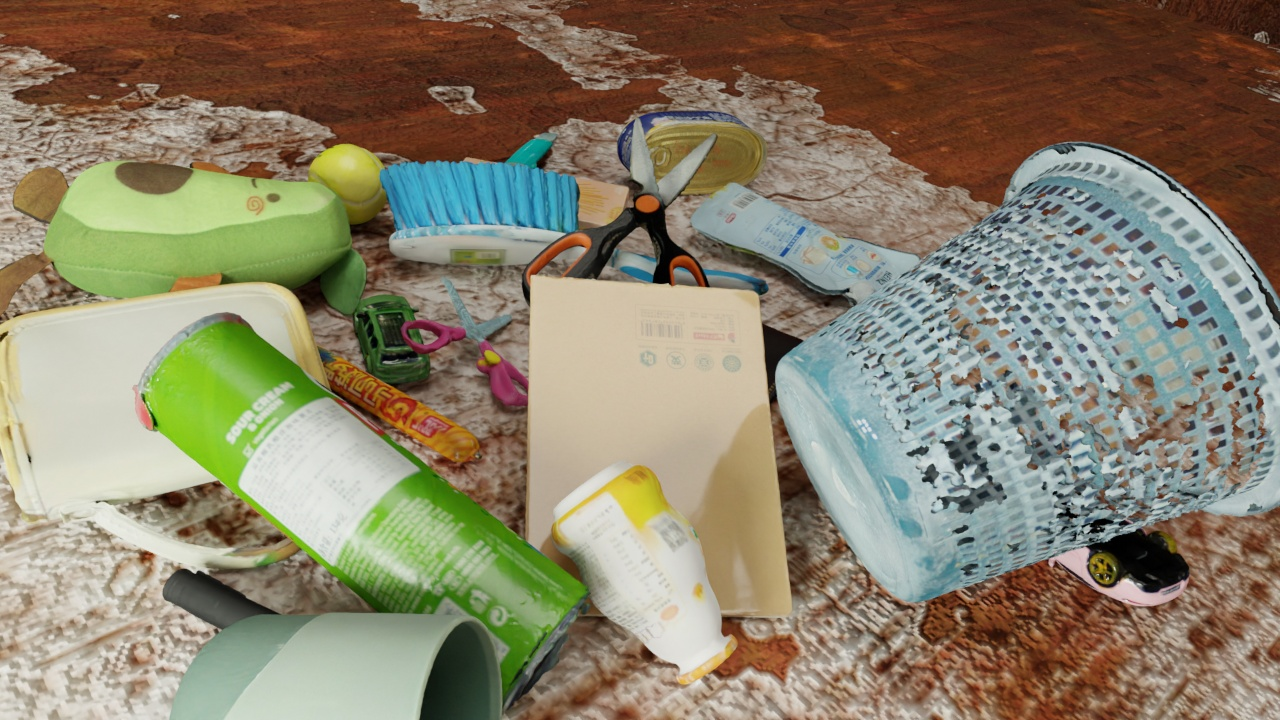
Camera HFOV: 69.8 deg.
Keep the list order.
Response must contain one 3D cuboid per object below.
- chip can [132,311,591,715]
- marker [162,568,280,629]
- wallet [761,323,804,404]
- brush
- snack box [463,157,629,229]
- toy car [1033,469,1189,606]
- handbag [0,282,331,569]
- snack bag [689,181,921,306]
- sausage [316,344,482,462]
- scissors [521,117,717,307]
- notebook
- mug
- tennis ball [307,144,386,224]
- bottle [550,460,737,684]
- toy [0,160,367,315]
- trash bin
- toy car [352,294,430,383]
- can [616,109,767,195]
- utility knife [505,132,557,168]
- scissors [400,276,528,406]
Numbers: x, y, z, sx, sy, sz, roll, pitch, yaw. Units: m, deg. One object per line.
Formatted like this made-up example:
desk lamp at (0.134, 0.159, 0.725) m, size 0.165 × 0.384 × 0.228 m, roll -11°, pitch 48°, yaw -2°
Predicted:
chip can at (-0.134, 0.070, 0.443) m, size 0.236 × 0.072 × 0.072 m, roll 35°, pitch 41°, yaw 12°
marker at (-0.168, 0.132, 0.435) m, size 0.132 × 0.020 × 0.022 m, roll 20°, pitch 7°, yaw 15°
wallet at (0.057, -0.010, 0.689) m, size 0.122 × 0.020 × 0.096 m, roll 23°, pitch 38°, yaw 21°
brush at (-0.051, -0.102, 0.752) m, size 0.314 × 0.061 × 0.109 m, roll -1°, pitch 66°, yaw -12°
snack box at (-0.093, -0.143, 0.827) m, size 0.157 × 0.026 × 0.084 m, roll 10°, pitch 35°, yaw 0°
toy car at (0.273, 0.109, 0.565) m, size 0.056 × 0.037 × 0.122 m, roll -10°, pitch 28°, yaw -23°
handbag at (-0.254, 0.046, 0.509) m, size 0.163 × 0.063 × 0.178 m, roll -13°, pitch 56°, yaw -29°
snack bag at (0.146, -0.103, 0.825) m, size 0.191 × 0.039 × 0.110 m, roll 29°, pitch 34°, yaw 21°
sausage at (-0.164, 0.025, 0.581) m, size 0.165 × 0.021 × 0.021 m, roll 26°, pitch 38°, yaw 21°
scissors at (0.004, -0.098, 0.717) m, size 0.220 × 0.022 × 0.222 m, roll -32°, pitch 64°, yaw -18°
notebook at (0.007, 0.044, 0.533) m, size 0.147 × 0.008 × 0.207 m, roll 3°, pitch 63°, yaw -10°
mug at (-0.119, 0.156, 0.357) m, size 0.106 × 0.082 × 0.111 m, roll -3°, pitch 76°, yaw 12°
tennis ball at (-0.241, -0.145, 0.759) m, size 0.065 × 0.066 × 0.065 m, roll 7°, pitch 36°, yaw -5°
bottle at (0.004, 0.106, 0.458) m, size 0.063 × 0.063 × 0.108 m, roll -28°, pitch 80°, yaw -41°
toy at (-0.321, -0.090, 0.642) m, size 0.246 × 0.090 × 0.226 m, roll -3°, pitch 40°, yaw -15°
trash bin at (0.191, 0.024, 0.507) m, size 0.195 × 0.227 × 0.226 m, roll -26°, pitch 43°, yaw -3°
toy car at (-0.171, -0.018, 0.629) m, size 0.043 × 0.036 × 0.091 m, roll -9°, pitch 36°, yaw -23°
can at (0.052, -0.209, 0.915) m, size 0.148 × 0.075 × 0.049 m, roll -7°, pitch 36°, yaw -22°
utility knife at (-0.102, -0.205, 0.896) m, size 0.029 × 0.013 × 0.209 m, roll 8°, pitch 24°, yaw 1°
scissors at (-0.121, -0.018, 0.629) m, size 0.128 × 0.017 × 0.133 m, roll 14°, pitch 33°, yaw -45°
